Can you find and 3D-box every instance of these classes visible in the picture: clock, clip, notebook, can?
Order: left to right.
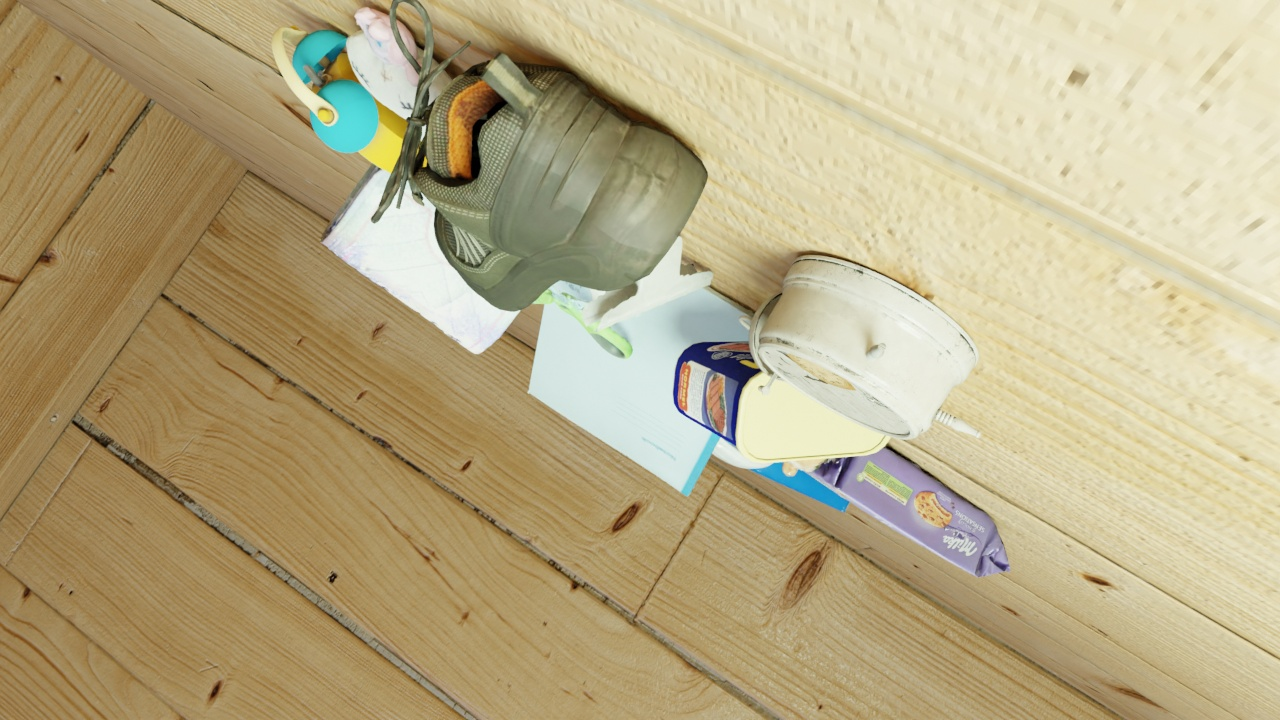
[{"bbox_3d":[-0.182,-0.166,0.598,0.129,0.044,0.099,27,-151,-53],"label":"clock"},{"bbox_3d":[-0.004,0.004,0.746,0.181,0.009,0.254,31,144,9],"label":"notebook"},{"bbox_3d":[0.002,-0.061,0.575,0.045,0.101,0.056,21,125,42],"label":"clip"},{"bbox_3d":[0.089,0.022,0.590,0.116,0.056,0.092,-1,-167,-26],"label":"can"},{"bbox_3d":[0.098,-0.004,0.480,0.103,0.061,0.157,36,172,-29],"label":"clock"}]

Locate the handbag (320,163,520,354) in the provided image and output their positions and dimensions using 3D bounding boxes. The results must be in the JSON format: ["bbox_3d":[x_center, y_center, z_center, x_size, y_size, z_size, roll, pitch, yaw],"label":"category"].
[{"bbox_3d":[-0.152,-0.096,0.727,0.158,0.126,0.069,37,171,-28],"label":"handbag"}]

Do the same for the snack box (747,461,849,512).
[{"bbox_3d":[0.113,0.085,1.013,0.195,0.056,0.239,25,178,-8],"label":"snack box"}]

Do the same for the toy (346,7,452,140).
[{"bbox_3d":[-0.138,-0.163,0.537,0.079,0.038,0.123,44,171,9],"label":"toy"}]

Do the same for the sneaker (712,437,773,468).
[{"bbox_3d":[0.071,0.017,0.803,0.079,0.087,0.235,-2,144,46],"label":"sneaker"}]

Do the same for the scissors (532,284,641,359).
[{"bbox_3d":[-0.057,-0.042,0.662,0.172,0.023,0.171,26,166,32],"label":"scissors"}]

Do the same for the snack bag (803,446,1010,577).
[{"bbox_3d":[0.240,0.125,0.837,0.205,0.058,0.096,32,178,-17],"label":"snack bag"}]

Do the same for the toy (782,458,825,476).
[{"bbox_3d":[0.120,0.064,0.761,0.074,0.085,0.106,25,159,45],"label":"toy"}]

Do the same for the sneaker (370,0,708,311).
[{"bbox_3d":[-0.087,-0.096,0.461,0.143,0.101,0.238,34,166,-27],"label":"sneaker"}]
